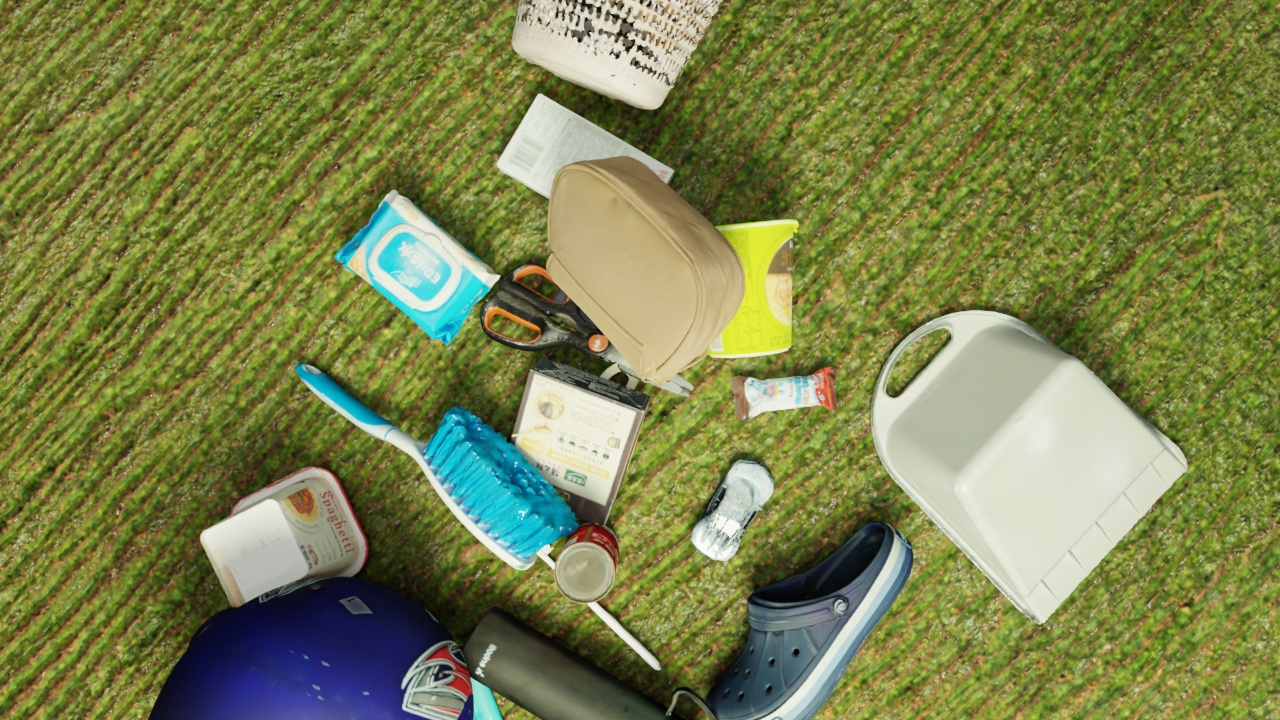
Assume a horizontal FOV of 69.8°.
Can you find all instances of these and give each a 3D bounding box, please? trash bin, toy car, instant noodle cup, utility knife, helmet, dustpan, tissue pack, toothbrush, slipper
[{"bbox_3d":[-0.016,-0.345,0.834,0.227,0.227,0.192,23,101,1],"label":"trash bin"},{"bbox_3d":[0.090,0.145,0.894,0.049,0.031,0.105,31,88,1],"label":"toy car"},{"bbox_3d":[0.098,-0.067,0.869,0.112,0.111,0.123,-6,96,0],"label":"instant noodle cup"},{"bbox_3d":[-0.138,0.383,0.898,0.029,0.013,0.219,-23,86,-2],"label":"utility knife"},{"bbox_3d":[-0.260,0.312,0.779,0.247,0.316,0.240,32,69,14],"label":"helmet"},{"bbox_3d":[0.360,0.082,0.903,0.222,0.142,0.257,-46,117,-1],"label":"dustpan"},{"bbox_3d":[-0.332,0.170,0.852,0.116,0.124,0.116,-26,88,-1],"label":"instant noodle cup"},{"bbox_3d":[-0.214,-0.089,0.889,0.140,0.063,0.090,40,89,2],"label":"tissue pack"},{"bbox_3d":[-0.043,0.237,0.901,0.180,0.016,0.016,45,85,2],"label":"toothbrush"},{"bbox_3d":[0.149,0.244,0.852,0.095,0.105,0.252,43,87,-5],"label":"slipper"}]

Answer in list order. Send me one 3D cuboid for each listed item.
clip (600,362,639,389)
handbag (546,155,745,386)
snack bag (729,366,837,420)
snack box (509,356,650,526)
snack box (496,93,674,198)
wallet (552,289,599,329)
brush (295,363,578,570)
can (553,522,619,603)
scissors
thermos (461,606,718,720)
[{"bbox_3d":[-0.006,0.006,0.894,0.035,0.074,0.100,44,91,2],"label":"clip"},{"bbox_3d":[0.001,-0.085,0.813,0.204,0.099,0.148,48,133,27],"label":"handbag"},{"bbox_3d":[0.142,0.032,0.899,0.105,0.026,0.045,-7,91,3],"label":"snack bag"},{"bbox_3d":[-0.064,0.076,0.872,0.113,0.053,0.126,20,113,5],"label":"snack box"},{"bbox_3d":[-0.054,-0.188,0.908,0.157,0.027,0.084,30,88,1],"label":"snack box"},{"bbox_3d":[-0.021,-0.058,0.887,0.121,0.019,0.097,35,90,28],"label":"wallet"},{"bbox_3d":[-0.200,0.079,0.864,0.314,0.060,0.110,45,116,9],"label":"brush"},{"bbox_3d":[-0.047,0.182,0.843,0.053,0.133,0.053,0,88,0],"label":"can"},{"bbox_3d":[-0.042,-0.033,0.864,0.235,0.022,0.139,7,64,13],"label":"scissors"},{"bbox_3d":[-0.045,0.308,0.854,0.242,0.068,0.090,26,86,10],"label":"thermos"}]
